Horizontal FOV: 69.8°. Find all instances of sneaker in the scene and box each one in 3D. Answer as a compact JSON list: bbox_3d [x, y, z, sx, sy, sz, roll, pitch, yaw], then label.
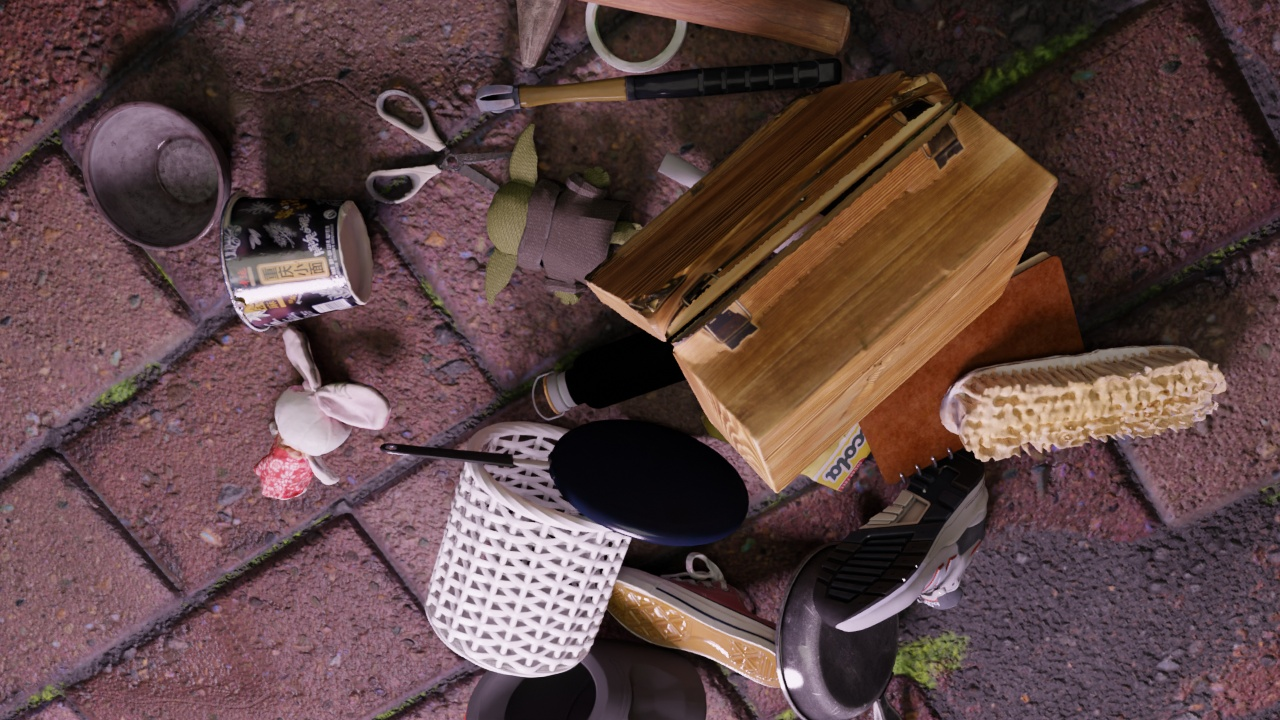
[{"bbox_3d":[0.277,0.207,0.916,0.239,0.089,0.124,-40,123,-22],"label":"sneaker"},{"bbox_3d":[0.069,0.268,0.997,0.241,0.087,0.118,17,131,24],"label":"sneaker"}]

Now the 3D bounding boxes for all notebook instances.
[{"bbox_3d":[0.312,0.015,0.882,0.225,0.024,0.167,-29,120,4],"label":"notebook"}]

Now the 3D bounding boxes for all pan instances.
[{"bbox_3d":[0.247,0.348,0.985,0.055,0.186,0.357,-5,127,48],"label":"pan"},{"bbox_3d":[-0.065,0.100,0.877,0.356,0.198,0.021,8,115,-14],"label":"pan"}]

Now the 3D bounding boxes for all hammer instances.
[{"bbox_3d":[0.014,-0.251,0.839,0.333,0.117,0.025,-4,105,2],"label":"hammer"},{"bbox_3d":[0.038,-0.319,0.824,0.301,0.037,0.158,12,108,3],"label":"hammer"}]

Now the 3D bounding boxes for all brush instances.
[{"bbox_3d":[0.417,0.036,0.868,0.271,0.056,0.083,-6,118,-9],"label":"brush"}]

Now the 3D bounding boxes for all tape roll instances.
[{"bbox_3d":[-0.004,-0.318,0.859,0.094,0.018,0.094,2,107,7],"label":"tape roll"}]

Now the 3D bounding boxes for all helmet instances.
[{"bbox_3d":[-0.045,0.396,1.009,0.265,0.163,0.170,-19,139,25],"label":"helmet"}]

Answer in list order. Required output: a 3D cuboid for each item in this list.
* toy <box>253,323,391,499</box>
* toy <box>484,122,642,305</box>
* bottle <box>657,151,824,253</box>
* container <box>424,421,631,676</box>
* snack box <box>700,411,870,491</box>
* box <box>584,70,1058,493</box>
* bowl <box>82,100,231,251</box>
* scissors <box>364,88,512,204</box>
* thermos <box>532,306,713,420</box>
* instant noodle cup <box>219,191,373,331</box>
[{"bbox_3d":[-0.358,0.077,0.993,0.159,0.084,0.195,34,112,16],"label":"toy"},{"bbox_3d":[-0.075,-0.126,0.896,0.153,0.078,0.179,18,107,8],"label":"toy"},{"bbox_3d":[0.108,-0.145,0.882,0.195,0.052,0.052,28,108,-2],"label":"bottle"},{"bbox_3d":[-0.109,0.188,0.940,0.189,0.189,0.187,20,109,0],"label":"container"},{"bbox_3d":[0.160,0.050,0.911,0.180,0.045,0.121,24,109,-25],"label":"snack box"},{"bbox_3d":[0.118,-0.093,0.734,0.279,0.269,0.263,-40,72,-2],"label":"box"},{"bbox_3d":[-0.474,-0.188,0.927,0.145,0.067,0.145,2,107,6],"label":"bowl"},{"bbox_3d":[-0.208,-0.204,0.922,0.169,0.012,0.157,-30,104,13],"label":"scissors"},{"bbox_3d":[-0.005,0.005,0.937,0.231,0.061,0.061,-19,104,12],"label":"thermos"},{"bbox_3d":[-0.334,-0.102,0.914,0.112,0.137,0.137,-5,107,-1],"label":"instant noodle cup"}]
